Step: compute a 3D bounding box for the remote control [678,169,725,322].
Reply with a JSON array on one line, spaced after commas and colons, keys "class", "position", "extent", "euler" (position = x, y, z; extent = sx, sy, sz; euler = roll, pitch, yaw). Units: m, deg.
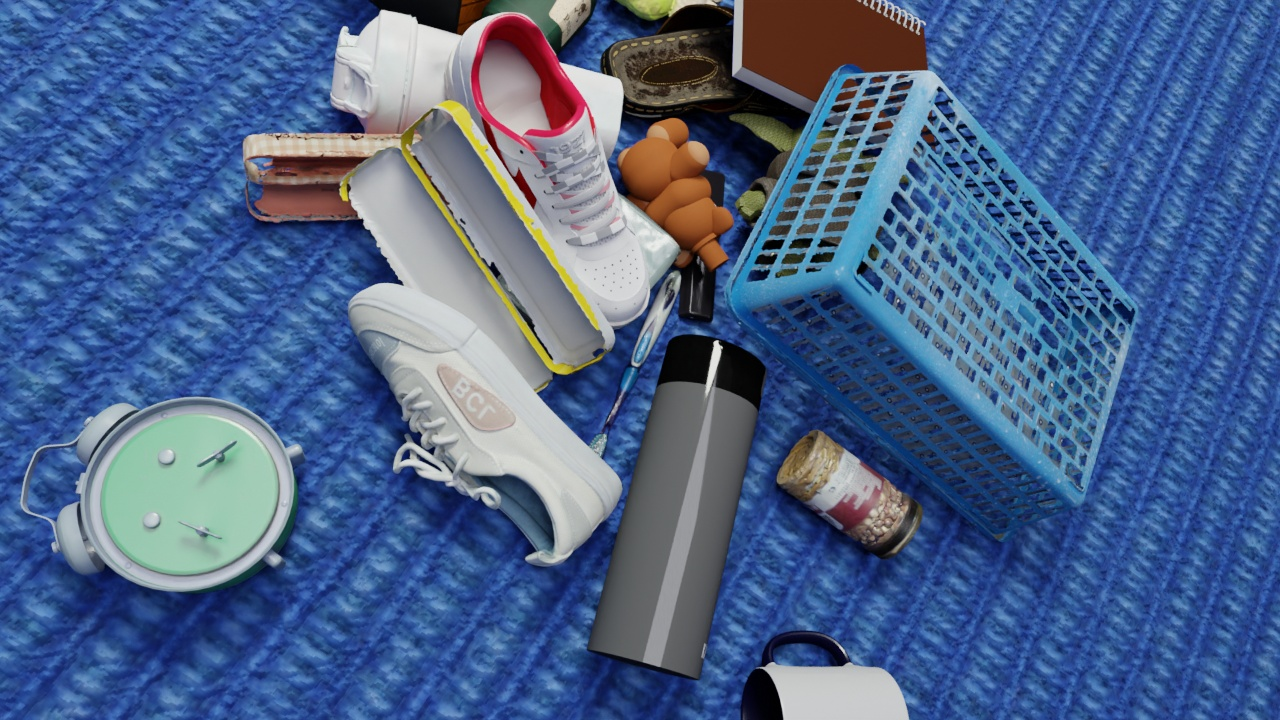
[{"class": "remote control", "position": [0.054, -0.100, 0.788], "extent": [0.032, 0.015, 0.136], "euler": [10, 72, -14]}]

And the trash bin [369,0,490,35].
[{"class": "trash bin", "position": [-0.150, -0.376, 0.740], "extent": [0.139, 0.140, 0.171], "euler": [38, 67, -3]}]

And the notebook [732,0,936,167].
[{"class": "notebook", "position": [0.174, -0.279, 0.814], "extent": [0.209, 0.022, 0.171], "euler": [17, 61, -24]}]

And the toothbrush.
[{"class": "toothbrush", "position": [-0.004, 0.004, 0.738], "extent": [0.016, 0.017, 0.188], "euler": [24, 69, 0]}]

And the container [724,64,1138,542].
[{"class": "container", "position": [0.261, -0.046, 0.736], "extent": [0.362, 0.089, 0.256], "euler": [38, 66, -23]}]

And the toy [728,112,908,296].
[{"class": "toy", "position": [0.150, -0.132, 0.792], "extent": [0.179, 0.078, 0.152], "euler": [16, 66, -14]}]

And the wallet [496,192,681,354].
[{"class": "wallet", "position": [-0.044, -0.069, 0.731], "extent": [0.100, 0.054, 0.131], "euler": [40, 70, 6]}]

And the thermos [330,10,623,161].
[{"class": "thermos", "position": [-0.127, -0.210, 0.725], "extent": [0.220, 0.099, 0.099], "euler": [6, 72, -18]}]

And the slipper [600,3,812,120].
[{"class": "slipper", "position": [0.096, -0.266, 0.817], "extent": [0.267, 0.076, 0.113], "euler": [-8, 77, -19]}]

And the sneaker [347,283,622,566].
[{"class": "sneaker", "position": [-0.125, 0.049, 0.647], "extent": [0.242, 0.090, 0.090], "euler": [44, 52, -5]}]

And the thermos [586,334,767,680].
[{"class": "thermos", "position": [0.031, 0.105, 0.684], "extent": [0.082, 0.082, 0.240], "euler": [19, 70, -11]}]

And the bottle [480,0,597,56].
[{"class": "bottle", "position": [-0.075, -0.308, 0.785], "extent": [0.061, 0.061, 0.131], "euler": [37, 67, -1]}]

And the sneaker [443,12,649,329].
[{"class": "sneaker", "position": [-0.056, -0.131, 0.646], "extent": [0.090, 0.104, 0.236], "euler": [-27, 97, -17]}]

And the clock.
[{"class": "clock", "position": [-0.308, 0.086, 0.592], "extent": [0.161, 0.075, 0.121], "euler": [9, 72, -13]}]

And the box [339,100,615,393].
[{"class": "box", "position": [-0.117, -0.069, 0.658], "extent": [0.209, 0.130, 0.036], "euler": [56, 30, -11]}]

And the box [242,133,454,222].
[{"class": "box", "position": [-0.202, -0.138, 0.695], "extent": [0.186, 0.083, 0.042], "euler": [-4, 63, -16]}]

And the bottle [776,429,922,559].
[{"class": "bottle", "position": [0.167, 0.108, 0.738], "extent": [0.105, 0.056, 0.056], "euler": [36, 67, -4]}]

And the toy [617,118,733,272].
[{"class": "toy", "position": [0.034, -0.133, 0.758], "extent": [0.127, 0.095, 0.065], "euler": [56, 36, 4]}]

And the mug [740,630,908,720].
[{"class": "mug", "position": [0.131, 0.253, 0.680], "extent": [0.096, 0.079, 0.111], "euler": [5, 45, -15]}]

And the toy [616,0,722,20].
[{"class": "toy", "position": [0.024, -0.345, 0.836], "extent": [0.115, 0.046, 0.092], "euler": [17, 67, -20]}]
